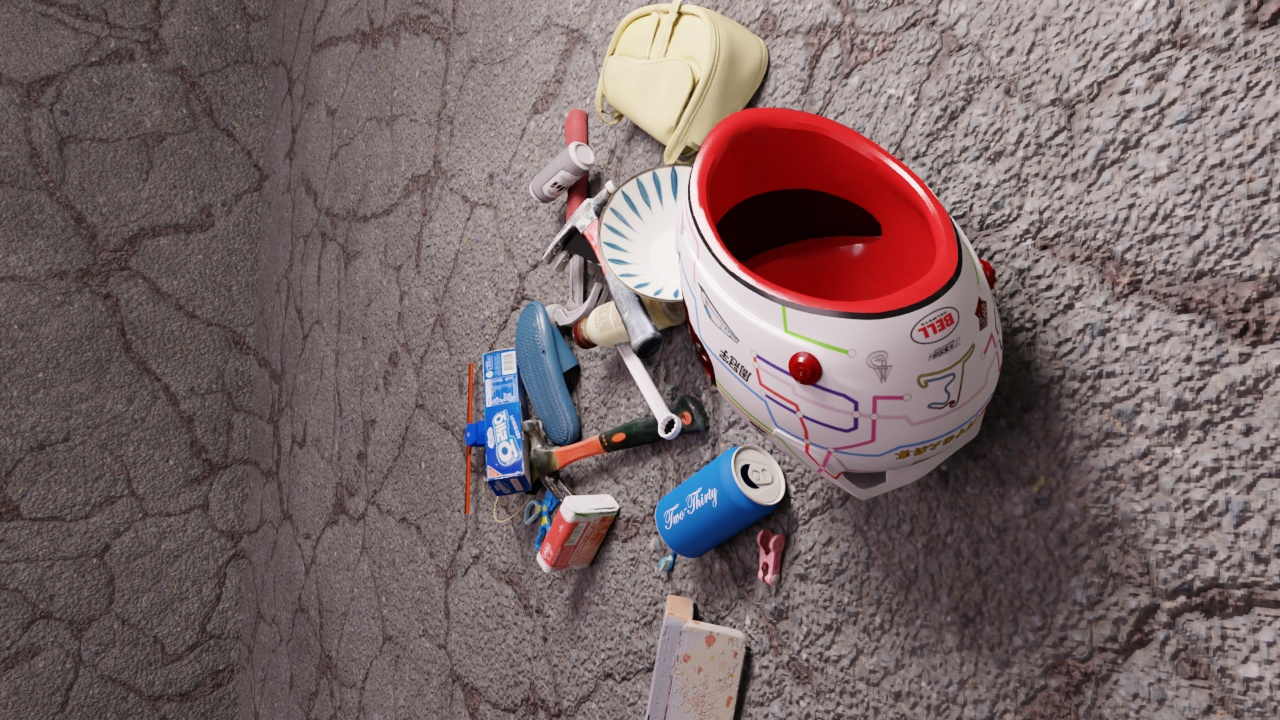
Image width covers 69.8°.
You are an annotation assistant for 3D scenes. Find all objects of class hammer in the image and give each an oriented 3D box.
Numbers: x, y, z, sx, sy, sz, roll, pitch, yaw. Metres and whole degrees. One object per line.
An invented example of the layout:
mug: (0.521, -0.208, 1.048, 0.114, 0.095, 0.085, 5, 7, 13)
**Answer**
hammer: (-0.039, -0.102, 1.136, 0.141, 0.036, 0.325, -44, 37, 16)
hammer: (-0.090, -0.207, 1.315, 0.126, 0.036, 0.315, -8, 79, 51)
hammer: (-0.037, 0.104, 1.189, 0.334, 0.033, 0.133, -23, 85, 46)

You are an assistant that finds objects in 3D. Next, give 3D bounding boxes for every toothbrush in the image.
toothbrush: (0.048, 0.198, 1.095, 0.021, 0.016, 0.132, 38, 117, 46)

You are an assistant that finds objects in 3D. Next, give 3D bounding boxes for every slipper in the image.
slipper: (-0.129, 0.020, 1.321, 0.104, 0.059, 0.213, -19, 86, 53)

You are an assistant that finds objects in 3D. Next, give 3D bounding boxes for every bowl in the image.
bowl: (0.041, -0.135, 1.068, 0.071, 0.177, 0.177, 76, -178, -68)

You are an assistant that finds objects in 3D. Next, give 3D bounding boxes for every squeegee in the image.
squeegee: (-0.230, 0.114, 1.450, 0.185, 0.055, 0.249, -10, 76, 42)

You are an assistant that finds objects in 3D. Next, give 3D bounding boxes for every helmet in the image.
helmet: (0.160, -0.040, 0.788, 0.314, 0.230, 0.236, 55, 164, 34)

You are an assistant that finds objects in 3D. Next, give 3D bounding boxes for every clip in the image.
clip: (0.134, 0.208, 0.974, 0.037, 0.022, 0.058, 6, 93, 50)

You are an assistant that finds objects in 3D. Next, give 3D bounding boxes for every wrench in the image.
wrench: (-0.007, 0.007, 1.157, 0.047, 0.009, 0.273, -47, 40, 15)

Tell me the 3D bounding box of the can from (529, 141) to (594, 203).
can: (-0.111, -0.263, 1.289, 0.107, 0.044, 0.044, -30, 62, 43)

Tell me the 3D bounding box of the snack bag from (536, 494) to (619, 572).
snack bag: (-0.084, 0.230, 1.219, 0.036, 0.076, 0.116, 51, 126, 41)

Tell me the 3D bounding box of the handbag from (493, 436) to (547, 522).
handbag: (-0.189, 0.191, 1.403, 0.179, 0.027, 0.084, -50, 41, 39)

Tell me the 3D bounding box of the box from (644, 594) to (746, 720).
box: (0.055, 0.388, 1.046, 0.105, 0.096, 0.216, -97, 17, -82)

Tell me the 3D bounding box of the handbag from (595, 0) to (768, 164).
handbag: (0.032, -0.341, 1.103, 0.233, 0.088, 0.191, 47, 118, 45)

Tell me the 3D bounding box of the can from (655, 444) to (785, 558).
can: (0.084, 0.155, 0.998, 0.146, 0.078, 0.079, -43, 53, 42)

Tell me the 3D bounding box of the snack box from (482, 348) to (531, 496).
snack box: (-0.199, 0.088, 1.360, 0.059, 0.059, 0.226, 79, -179, -54)

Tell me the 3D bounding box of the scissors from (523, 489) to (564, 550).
scissors: (-0.141, 0.212, 1.357, 0.105, 0.019, 0.132, 32, 109, 49)

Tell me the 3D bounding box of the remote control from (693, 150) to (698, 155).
remote control: (0.068, -0.278, 1.123, 0.039, 0.010, 0.124, -58, 44, 32)

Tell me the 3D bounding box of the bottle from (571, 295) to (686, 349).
bottle: (-0.017, -0.052, 1.151, 0.162, 0.056, 0.056, -18, 71, 40)
